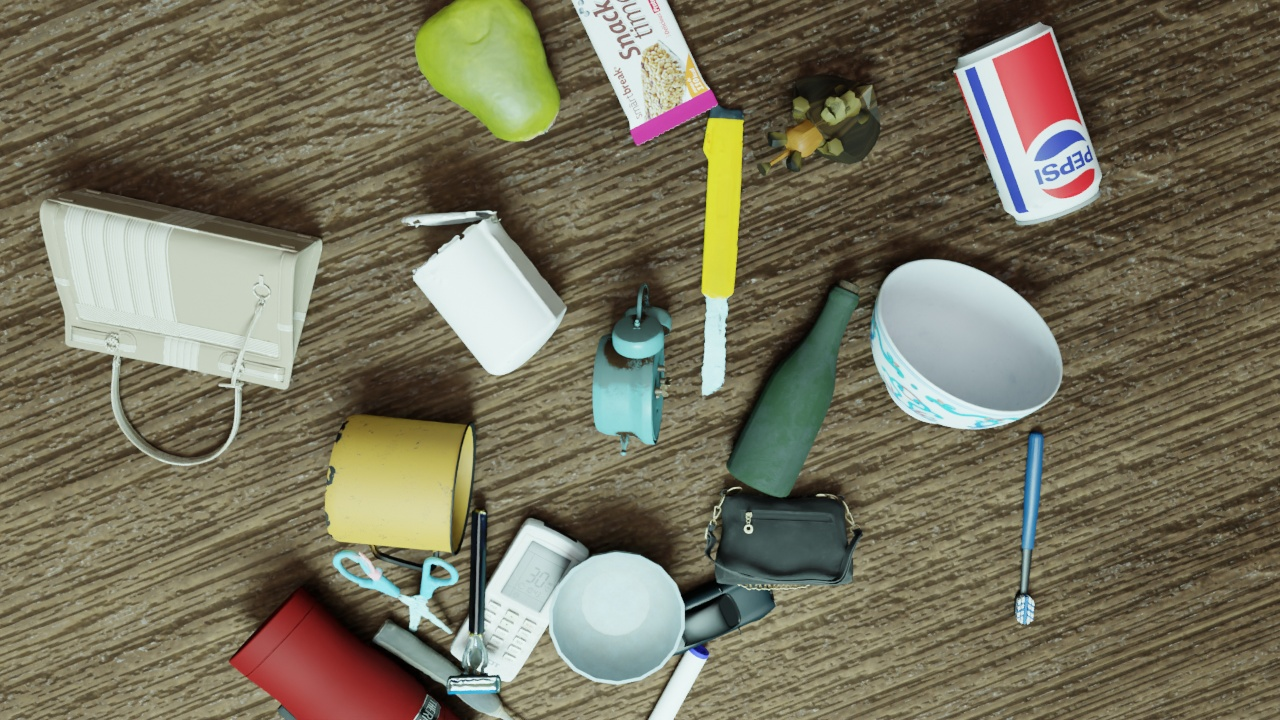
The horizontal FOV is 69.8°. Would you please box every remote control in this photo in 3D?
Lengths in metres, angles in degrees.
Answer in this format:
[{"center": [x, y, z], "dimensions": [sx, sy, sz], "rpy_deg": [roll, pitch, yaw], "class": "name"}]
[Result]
[{"center": [-0.100, 0.197, 0.755], "dimensions": [0.060, 0.025, 0.138], "rpy_deg": [30, 98, -8], "class": "remote control"}]

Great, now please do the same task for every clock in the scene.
[{"center": [-0.004, 0.004, 0.691], "dimensions": [0.053, 0.090, 0.124], "rpy_deg": [2, 102, 6], "class": "clock"}]

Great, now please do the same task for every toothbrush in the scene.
[{"center": [0.327, 0.141, 0.771], "dimensions": [0.014, 0.014, 0.168], "rpy_deg": [1, 102, 8], "class": "toothbrush"}, {"center": [-0.143, 0.278, 0.772], "dimensions": [0.185, 0.022, 0.024], "rpy_deg": [39, 102, -11], "class": "toothbrush"}]

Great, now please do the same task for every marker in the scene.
[{"center": [0.019, 0.306, 0.786], "dimensions": [0.020, 0.020, 0.141], "rpy_deg": [26, 99, -8], "class": "marker"}]

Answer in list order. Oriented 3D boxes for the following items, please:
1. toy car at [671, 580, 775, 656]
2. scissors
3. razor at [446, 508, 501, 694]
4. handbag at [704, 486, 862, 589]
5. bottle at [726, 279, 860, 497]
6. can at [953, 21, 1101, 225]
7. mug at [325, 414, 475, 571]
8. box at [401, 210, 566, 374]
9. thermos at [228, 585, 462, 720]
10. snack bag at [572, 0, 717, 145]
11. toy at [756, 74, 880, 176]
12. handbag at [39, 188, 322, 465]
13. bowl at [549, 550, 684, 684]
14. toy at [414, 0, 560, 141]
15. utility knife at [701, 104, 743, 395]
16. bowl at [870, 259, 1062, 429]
[{"center": [0.056, 0.210, 0.761], "dimensions": [0.112, 0.034, 0.046], "rpy_deg": [-24, 101, 2], "class": "toy car"}, {"center": [-0.169, 0.181, 0.716], "dimensions": [0.111, 0.015, 0.141], "rpy_deg": [-14, 139, 22], "class": "scissors"}, {"center": [-0.130, 0.191, 0.732], "dimensions": [0.042, 0.022, 0.144], "rpy_deg": [2, 83, -9], "class": "razor"}, {"center": [0.115, 0.142, 0.736], "dimensions": [0.128, 0.054, 0.079], "rpy_deg": [2, 70, -5], "class": "handbag"}, {"center": [0.127, 0.019, 0.717], "dimensions": [0.055, 0.055, 0.174], "rpy_deg": [23, 98, -7], "class": "bottle"}, {"center": [0.287, -0.173, 0.678], "dimensions": [0.070, 0.070, 0.132], "rpy_deg": [-25, 101, 2], "class": "can"}, {"center": [-0.181, 0.103, 0.697], "dimensions": [0.094, 0.100, 0.124], "rpy_deg": [6, 108, -2], "class": "mug"}, {"center": [-0.117, -0.065, 0.678], "dimensions": [0.089, 0.080, 0.143], "rpy_deg": [-37, 100, 20], "class": "box"}, {"center": [-0.234, 0.283, 0.740], "dimensions": [0.198, 0.083, 0.108], "rpy_deg": [45, 115, -8], "class": "thermos"}, {"center": [-0.016, -0.263, 0.672], "dimensions": [0.070, 0.016, 0.196], "rpy_deg": [-26, 100, 4], "class": "snack bag"}, {"center": [0.128, -0.168, 0.672], "dimensions": [0.100, 0.063, 0.076], "rpy_deg": [-35, 83, -14], "class": "toy"}, {"center": [-0.349, -0.012, 0.696], "dimensions": [0.175, 0.062, 0.198], "rpy_deg": [12, 109, -5], "class": "handbag"}, {"center": [-0.019, 0.199, 0.731], "dimensions": [0.106, 0.039, 0.106], "rpy_deg": [0, 96, -3], "class": "bowl"}, {"center": [-0.106, -0.208, 0.662], "dimensions": [0.090, 0.051, 0.110], "rpy_deg": [-31, 104, 6], "class": "toy"}, {"center": [0.060, -0.083, 0.711], "dimensions": [0.030, 0.019, 0.224], "rpy_deg": [3, 96, 2], "class": "utility knife"}, {"center": [0.232, 0.001, 0.696], "dimensions": [0.144, 0.143, 0.074], "rpy_deg": [15, 140, -6], "class": "bowl"}]
